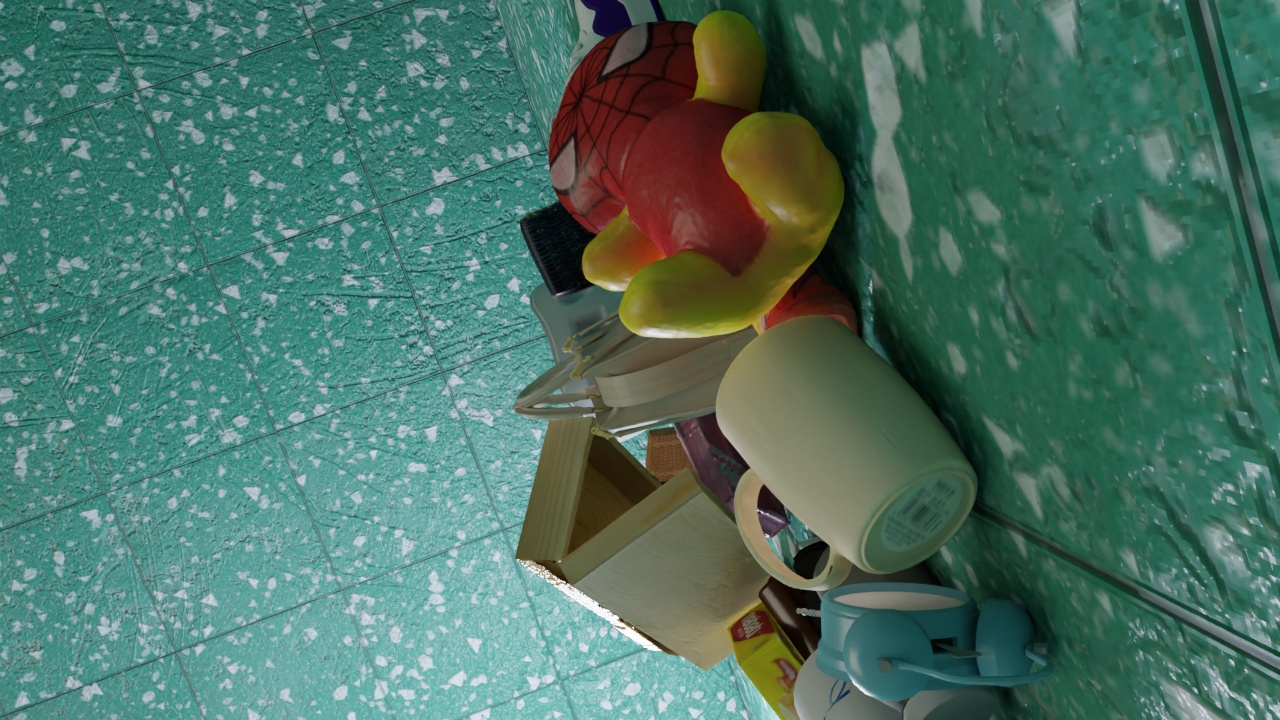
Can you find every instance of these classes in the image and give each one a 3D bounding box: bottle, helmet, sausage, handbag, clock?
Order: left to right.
[{"bbox_3d":[-0.039,-0.005,1.215,0.283,0.183,0.224,97,159,-66],"label":"helmet"},{"bbox_3d":[-0.004,0.004,0.709,0.194,0.198,0.101,-131,21,-80],"label":"handbag"},{"bbox_3d":[0.073,-0.045,0.518,0.134,0.048,0.071,-115,4,-48],"label":"bottle"},{"bbox_3d":[0.148,0.228,0.704,0.155,0.040,0.040,53,169,26],"label":"sausage"},{"bbox_3d":[0.137,0.142,0.483,0.108,0.060,0.060,-115,6,-52],"label":"bottle"},{"bbox_3d":[0.121,0.122,0.390,0.123,0.087,0.042,167,102,-73],"label":"clock"}]

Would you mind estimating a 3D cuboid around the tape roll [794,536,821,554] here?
[{"bbox_3d":[0.156,0.194,0.765,0.094,0.019,0.094,159,91,-86],"label":"tape roll"}]

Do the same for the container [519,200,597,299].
[{"bbox_3d":[-0.026,-0.112,0.815,0.187,0.145,0.071,-150,37,-84],"label":"container"}]

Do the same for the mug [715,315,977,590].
[{"bbox_3d":[0.087,0.052,0.422,0.085,0.112,0.104,18,-158,-37],"label":"mug"}]

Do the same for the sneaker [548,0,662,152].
[{"bbox_3d":[-0.022,-0.181,0.669,0.092,0.111,0.244,78,171,-65],"label":"sneaker"}]

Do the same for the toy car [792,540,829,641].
[{"bbox_3d":[0.147,0.181,0.687,0.036,0.042,0.091,30,-146,-60],"label":"toy car"}]

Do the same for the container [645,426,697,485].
[{"bbox_3d":[0.058,0.109,1.068,0.063,0.114,0.061,-139,42,-82],"label":"container"}]

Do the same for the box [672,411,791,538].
[{"bbox_3d":[0.088,0.057,0.913,0.099,0.080,0.232,29,-156,-36],"label":"box"}]

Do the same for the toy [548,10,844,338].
[{"bbox_3d":[0.019,-0.104,0.479,0.098,0.148,0.216,30,-159,-36],"label":"toy"}]

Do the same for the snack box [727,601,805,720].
[{"bbox_3d":[0.149,0.295,0.738,0.200,0.042,0.092,52,-179,0],"label":"snack box"}]

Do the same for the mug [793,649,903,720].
[{"bbox_3d":[0.154,0.214,0.566,0.096,0.083,0.120,-123,42,-72],"label":"mug"}]

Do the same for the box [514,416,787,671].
[{"bbox_3d":[0.016,0.170,0.778,0.179,0.141,0.248,16,159,38],"label":"box"}]
